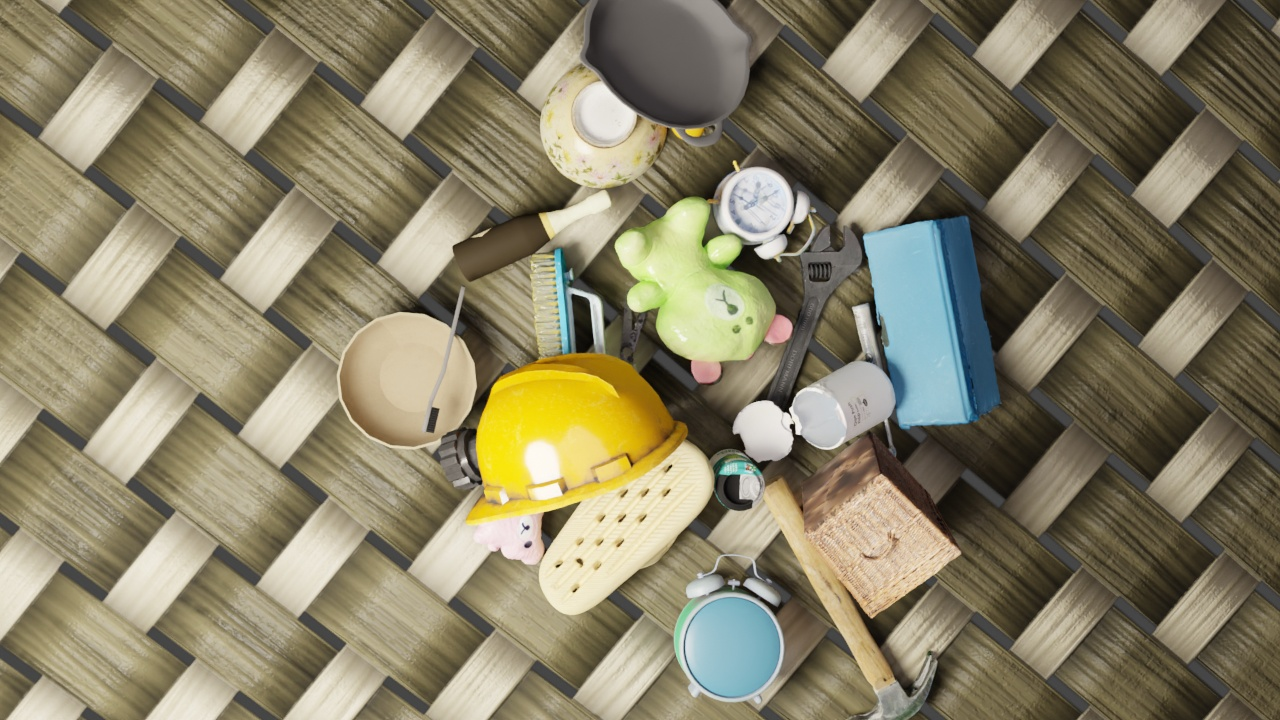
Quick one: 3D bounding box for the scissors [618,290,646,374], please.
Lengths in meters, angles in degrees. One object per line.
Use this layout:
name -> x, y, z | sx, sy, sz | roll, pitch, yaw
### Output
scissors -> -0.026, 0.006, 1.061 | 0.150, 0.012, 0.165 | -24, 97, -1

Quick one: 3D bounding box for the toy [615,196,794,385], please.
toy -> 0.061, -0.076, 1.020 | 0.150, 0.107, 0.197 | -33, 104, -17

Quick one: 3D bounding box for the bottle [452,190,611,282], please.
bottle -> -0.118, -0.146, 1.030 | 0.184, 0.045, 0.045 | -24, 95, 0

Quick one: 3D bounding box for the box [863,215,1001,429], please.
box -> 0.342, -0.046, 1.064 | 0.094, 0.112, 0.231 | -9, 95, 43

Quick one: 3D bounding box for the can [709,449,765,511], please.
can -> 0.105, 0.133, 1.032 | 0.055, 0.101, 0.055 | 0, 94, -2

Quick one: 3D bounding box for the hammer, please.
hammer -> 0.235, 0.283, 1.085 | 0.132, 0.033, 0.330 | -30, 95, 2

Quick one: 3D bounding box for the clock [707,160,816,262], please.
clock -> 0.140, -0.167, 1.037 | 0.125, 0.052, 0.089 | 33, 91, -7

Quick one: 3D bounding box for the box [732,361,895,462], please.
box -> 0.197, 0.061, 1.040 | 0.146, 0.137, 0.084 | -23, 99, -38

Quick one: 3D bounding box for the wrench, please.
wrench -> 0.187, -0.028, 1.066 | 0.073, 0.018, 0.273 | 19, 95, -4

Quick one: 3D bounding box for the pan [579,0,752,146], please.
pan -> 0.006, -0.393, 1.005 | 0.216, 0.024, 0.354 | -17, 83, -26

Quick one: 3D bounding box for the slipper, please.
slipper -> -0.014, 0.185, 1.047 | 0.262, 0.079, 0.111 | -47, 69, 16

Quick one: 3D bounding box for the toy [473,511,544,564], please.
toy -> -0.146, 0.186, 1.043 | 0.095, 0.053, 0.099 | 5, 95, -42

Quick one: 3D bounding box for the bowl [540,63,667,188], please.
bowl -> -0.041, -0.267, 1.015 | 0.145, 0.063, 0.145 | 0, 94, -2

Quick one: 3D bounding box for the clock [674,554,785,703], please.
clock -> 0.104, 0.307, 1.064 | 0.122, 0.075, 0.161 | 6, 82, -2

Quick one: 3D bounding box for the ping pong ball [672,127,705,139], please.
ping pong ball -> 0.054, -0.268, 1.030 | 0.040, 0.040, 0.040 | 0, 94, -2

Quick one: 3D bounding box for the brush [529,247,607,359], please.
brush -> -0.080, -0.059, 1.033 | 0.075, 0.055, 0.136 | -5, 94, 3

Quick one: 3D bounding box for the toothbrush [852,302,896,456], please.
toothbrush -> 0.277, 0.024, 1.071 | 0.022, 0.024, 0.185 | -9, 96, 39

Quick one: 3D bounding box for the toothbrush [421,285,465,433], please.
toothbrush -> -0.214, -0.001, 1.002 | 0.013, 0.013, 0.167 | 13, 93, -12

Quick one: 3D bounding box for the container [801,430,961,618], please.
container -> 0.250, 0.169, 0.993 | 0.114, 0.198, 0.112 | -40, 92, 12

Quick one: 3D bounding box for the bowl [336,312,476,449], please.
bowl -> -0.258, 0.021, 1.035 | 0.152, 0.050, 0.152 | 0, 94, -3

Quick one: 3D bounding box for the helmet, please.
helmet -> -0.090, 0.064, 0.960 | 0.256, 0.204, 0.131 | -19, 100, 19
